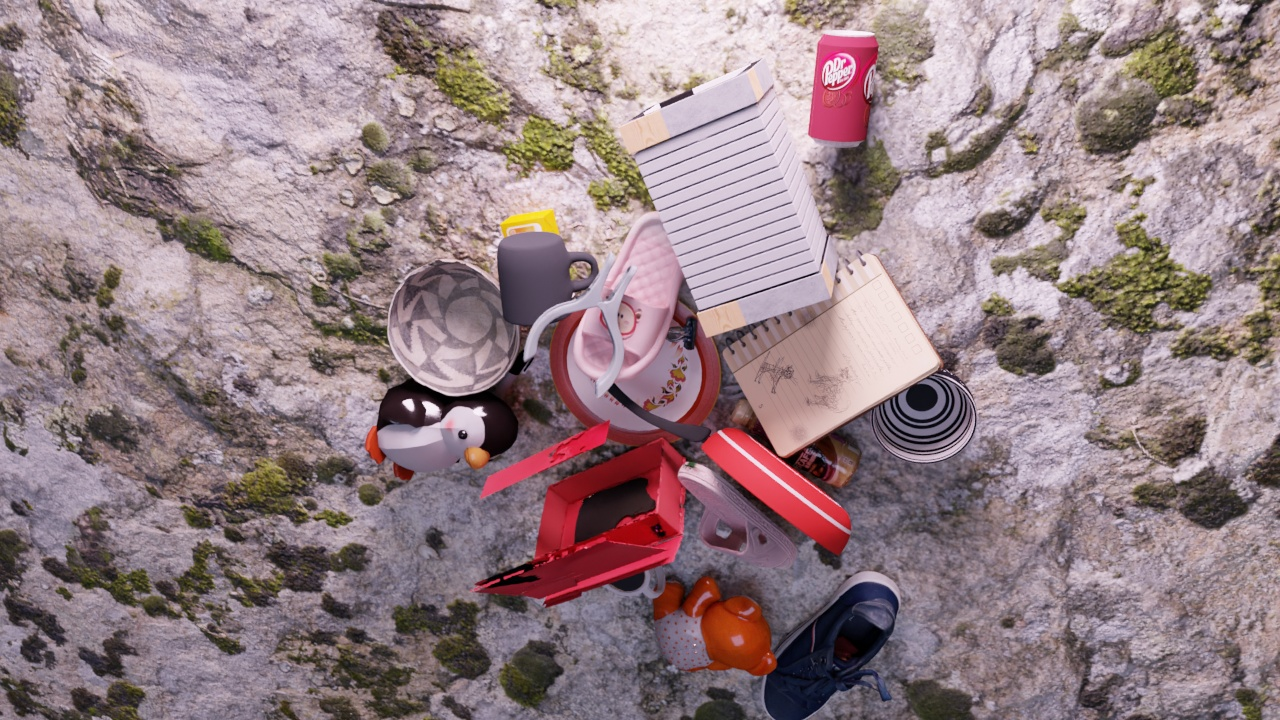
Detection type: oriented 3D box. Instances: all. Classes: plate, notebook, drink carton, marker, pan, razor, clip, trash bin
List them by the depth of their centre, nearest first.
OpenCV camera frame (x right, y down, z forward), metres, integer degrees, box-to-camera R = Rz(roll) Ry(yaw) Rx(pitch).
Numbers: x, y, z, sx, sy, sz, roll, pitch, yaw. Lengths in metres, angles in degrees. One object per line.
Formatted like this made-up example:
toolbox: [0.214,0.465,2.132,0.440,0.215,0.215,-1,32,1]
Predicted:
trash bin: [0.106,-0.179,1.013,0.143,0.142,0.247,-17,108,22]
clip: [-0.086,-0.050,1.065,0.158,0.030,0.174,10,98,-12]
notebook: [0.217,-0.006,1.089,0.226,0.024,0.167,-35,73,26]
pan: [0.109,0.114,1.134,0.356,0.209,0.067,38,91,10]
razor: [-0.002,-0.041,1.148,0.144,0.022,0.043,9,115,12]
drink carton: [-0.129,-0.123,1.161,0.059,0.040,0.122,-6,112,18]
plate: [-0.007,0.007,1.197,0.230,0.021,0.230,6,115,13]
marker: [-0.184,0.033,1.262,0.022,0.016,0.139,33,120,-7]

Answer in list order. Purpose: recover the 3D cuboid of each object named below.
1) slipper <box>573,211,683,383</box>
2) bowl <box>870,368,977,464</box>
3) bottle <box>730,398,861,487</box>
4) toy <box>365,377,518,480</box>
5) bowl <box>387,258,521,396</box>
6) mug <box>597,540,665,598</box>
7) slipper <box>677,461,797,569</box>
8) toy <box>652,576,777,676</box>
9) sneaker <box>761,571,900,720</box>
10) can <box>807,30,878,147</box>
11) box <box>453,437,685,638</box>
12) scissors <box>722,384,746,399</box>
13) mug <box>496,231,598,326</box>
slipper: [-0.007,-0.075,1.111,0.107,0.055,0.221,26,96,13]
bowl: [0.337,0.056,1.098,0.120,0.066,0.120,6,115,13]
bottle: [0.194,0.099,1.162,0.166,0.059,0.060,28,118,3]
toy: [-0.254,0.082,1.247,0.184,0.140,0.159,-3,151,18]
bowl: [-0.233,-0.048,1.201,0.178,0.081,0.178,3,106,11]
mug: [-0.003,0.282,1.282,0.074,0.089,0.105,-37,100,26]
slipper: [0.120,0.218,1.177,0.094,0.064,0.239,10,150,49]
toy: [0.107,0.383,1.304,0.173,0.092,0.164,-9,109,32]
sneaker: [0.258,0.428,1.258,0.121,0.127,0.295,31,120,2]
can: [0.215,-0.289,0.978,0.063,0.063,0.114,8,115,12]
box: [-0.061,0.238,1.150,0.211,0.317,0.121,-25,103,28]
scissors: [0.184,0.029,1.156,0.123,0.019,0.149,37,123,-7]
mug: [-0.110,-0.103,1.103,0.121,0.085,0.094,-9,114,-11]
